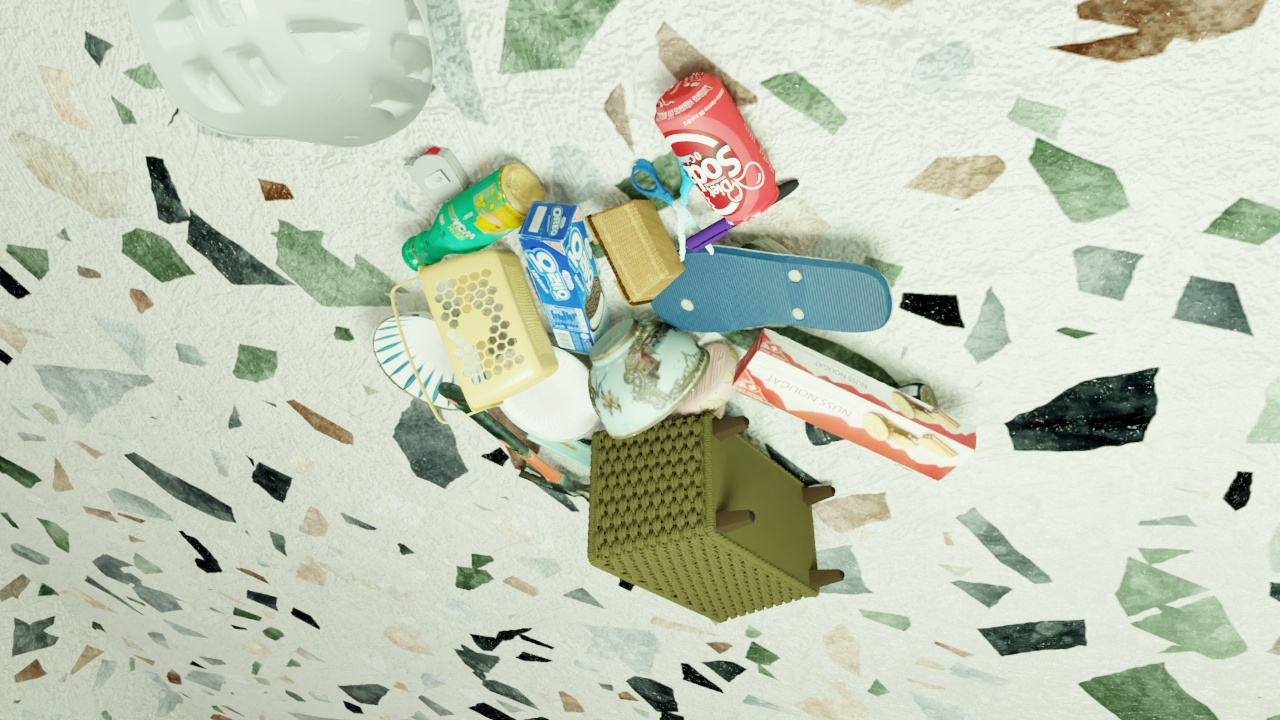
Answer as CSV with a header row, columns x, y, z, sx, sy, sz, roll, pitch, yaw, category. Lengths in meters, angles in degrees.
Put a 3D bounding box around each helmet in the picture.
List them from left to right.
x,y,z,sx,sy,sz,roll,pitch,yaw,category
-0.326,-0.324,0.885,0.283,0.183,0.224,10,142,23,helmet

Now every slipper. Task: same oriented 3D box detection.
x,y,z,sx,sy,sz,roll,pitch,yaw,category
0.071,0.056,1.176,0.081,0.093,0.198,30,139,-24,slipper
0.139,-0.086,1.022,0.295,0.060,0.118,6,133,31,slipper

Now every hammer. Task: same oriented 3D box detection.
x,y,z,sx,sy,sz,roll,pitch,yaw,category
-0.178,0.118,1.304,0.133,0.033,0.333,13,157,33,hammer

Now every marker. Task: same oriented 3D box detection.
x,y,z,sx,sy,sz,roll,pitch,yaw,category
0.107,-0.152,0.966,0.134,0.018,0.015,-29,145,14,marker

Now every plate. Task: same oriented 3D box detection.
x,y,z,sx,sy,sz,roll,pitch,yaw,category
-0.120,0.041,1.201,0.157,0.014,0.157,10,126,14,plate

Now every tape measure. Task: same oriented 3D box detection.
x,y,z,sx,sy,sz,roll,pitch,yaw,category
-0.238,-0.217,1.076,0.062,0.020,0.060,-16,125,34,tape measure

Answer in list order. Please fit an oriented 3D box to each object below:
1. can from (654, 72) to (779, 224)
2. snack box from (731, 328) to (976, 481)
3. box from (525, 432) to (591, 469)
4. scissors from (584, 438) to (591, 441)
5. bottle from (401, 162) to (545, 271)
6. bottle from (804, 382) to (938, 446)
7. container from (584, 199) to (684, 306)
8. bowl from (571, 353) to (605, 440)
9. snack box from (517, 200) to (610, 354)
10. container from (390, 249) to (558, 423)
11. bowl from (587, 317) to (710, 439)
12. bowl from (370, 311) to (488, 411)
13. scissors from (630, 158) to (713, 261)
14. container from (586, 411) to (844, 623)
x,y,z,sx,sy,sz,roll,pitch,yaw,category
0.077,-0.210,0.913,0.075,0.074,0.142,-17,125,35,can
0.242,0.055,1.042,0.273,0.044,0.077,25,139,-5,snack box
-0.075,0.138,1.319,0.186,0.033,0.136,27,171,-4,box
-0.091,0.097,1.338,0.130,0.014,0.071,26,137,-2,scissors
-0.206,-0.161,1.084,0.210,0.067,0.068,-22,122,37,bottle
0.280,0.070,1.123,0.161,0.056,0.056,-18,124,36,bottle
-0.003,-0.124,1.016,0.061,0.063,0.114,-28,85,27,container
-0.070,0.060,1.251,0.132,0.064,0.132,12,136,11,bowl
-0.085,-0.091,1.077,0.059,0.059,0.227,10,149,16,snack box
-0.209,-0.030,1.111,0.167,0.129,0.183,-21,90,10,container
-0.007,0.006,1.110,0.160,0.159,0.094,-25,113,39,bowl
-0.271,-0.016,1.255,0.177,0.070,0.178,12,136,12,bowl
0.034,-0.167,0.995,0.104,0.015,0.134,5,116,22,scissors
0.109,0.203,1.181,0.205,0.176,0.321,-19,144,29,container
